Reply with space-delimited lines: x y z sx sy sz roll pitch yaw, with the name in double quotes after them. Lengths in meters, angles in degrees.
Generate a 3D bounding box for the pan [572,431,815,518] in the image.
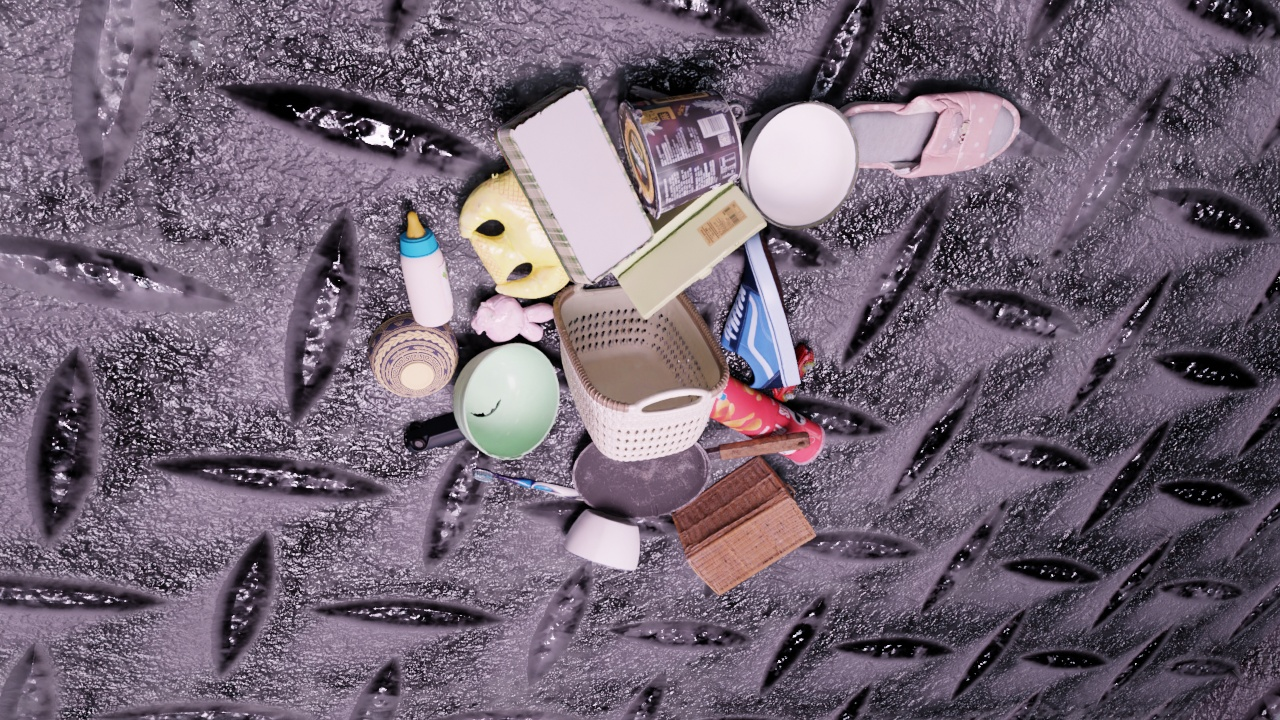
0.076 0.142 1.346 0.357 0.040 0.208 -12 131 5 "pan"

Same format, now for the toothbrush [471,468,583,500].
-0.160 0.185 1.351 0.189 0.017 0.016 17 115 -27 "toothbrush"

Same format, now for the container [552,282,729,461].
-0.007 0.007 1.149 0.184 0.246 0.143 -9 134 -17 "container"

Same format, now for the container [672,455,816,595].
0.158 0.258 1.448 0.198 0.112 0.114 -34 127 6 "container"

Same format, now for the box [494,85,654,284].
-0.073 -0.198 1.049 0.117 0.050 0.205 -40 117 -21 "box"

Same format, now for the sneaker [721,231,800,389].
0.151 -0.056 1.252 0.098 0.083 0.241 -11 123 11 "sneaker"

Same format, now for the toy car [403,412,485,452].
-0.262 0.096 1.237 0.112 0.046 0.034 -17 124 -9 "toy car"

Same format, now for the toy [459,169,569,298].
-0.128 -0.157 1.095 0.155 0.064 0.170 -31 124 -1 "toy"

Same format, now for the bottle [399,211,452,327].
-0.258 -0.111 1.093 0.051 0.051 0.146 -12 126 -11 "bottle"

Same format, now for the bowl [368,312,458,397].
-0.284 0.003 1.156 0.112 0.061 0.113 -9 126 -13 "bowl"

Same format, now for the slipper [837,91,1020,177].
0.370 -0.289 1.180 0.274 0.054 0.114 -6 125 -13 "slipper"

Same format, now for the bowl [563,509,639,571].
-0.053 0.269 1.392 0.116 0.116 0.065 19 86 -29 "bowl"

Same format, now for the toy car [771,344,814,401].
0.224 0.017 1.350 0.036 0.042 0.091 24 115 -20 "toy car"

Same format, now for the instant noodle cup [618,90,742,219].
0.048 -0.242 1.048 0.112 0.137 0.137 -17 127 -7 "instant noodle cup"

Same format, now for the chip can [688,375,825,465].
0.170 0.081 1.358 0.233 0.073 0.073 28 111 -31 "chip can"

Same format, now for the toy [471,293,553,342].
-0.164 -0.053 1.168 0.109 0.047 0.064 9 123 -37 "toy"

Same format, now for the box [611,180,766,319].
0.046 -0.152 1.117 0.188 0.141 0.044 -37 142 10 "box"

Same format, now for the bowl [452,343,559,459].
-0.186 0.049 1.196 0.150 0.077 0.151 -8 101 -43 "bowl"

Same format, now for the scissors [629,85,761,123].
0.067 -0.306 1.092 0.095 0.014 0.170 -44 129 15 "scissors"

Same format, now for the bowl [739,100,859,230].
0.186 -0.244 1.128 0.153 0.073 0.153 -8 114 -18 "bowl"
